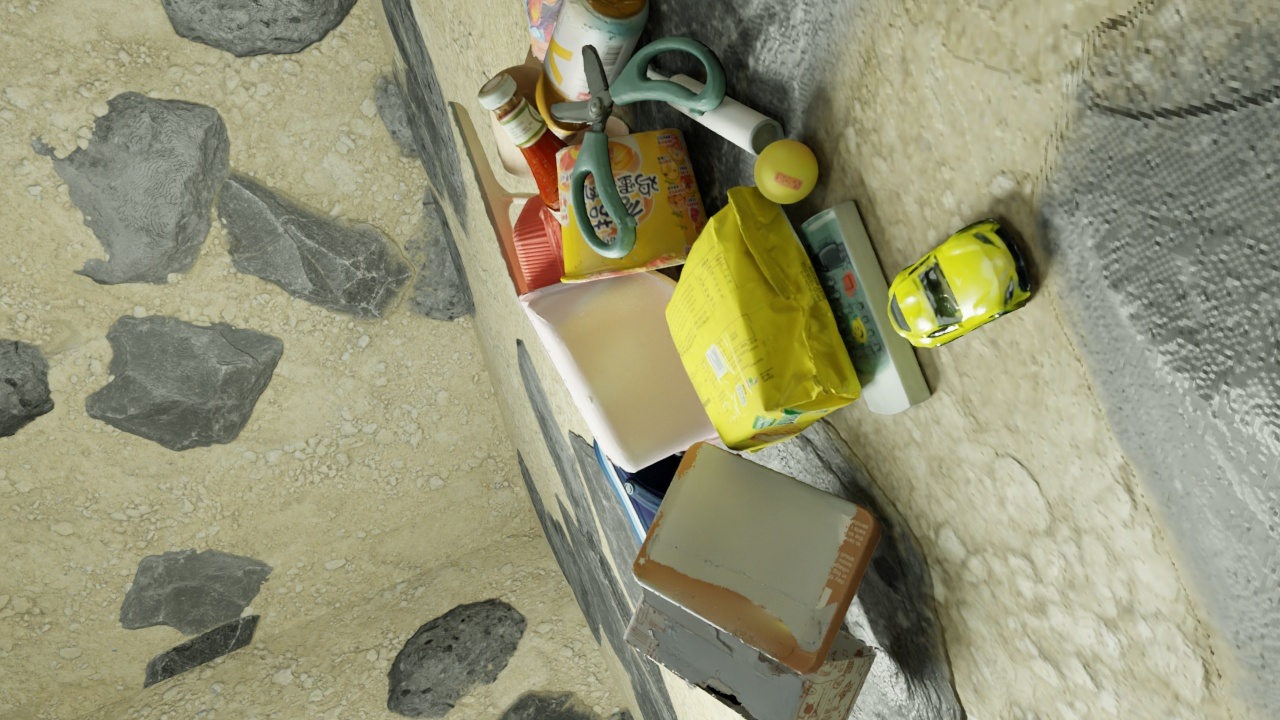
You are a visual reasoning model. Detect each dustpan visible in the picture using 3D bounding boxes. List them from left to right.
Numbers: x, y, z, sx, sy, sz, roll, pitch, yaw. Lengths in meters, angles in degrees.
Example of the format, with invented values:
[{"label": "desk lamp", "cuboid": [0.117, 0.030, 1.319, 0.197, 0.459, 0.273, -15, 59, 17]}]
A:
[{"label": "dustpan", "cuboid": [-0.006, 0.006, 0.963, 0.222, 0.138, 0.273, 62, 172, -14]}]

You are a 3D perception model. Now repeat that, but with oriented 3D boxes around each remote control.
[{"label": "remote control", "cuboid": [0.140, -0.031, 0.580, 0.056, 0.019, 0.135, 159, 90, -76]}]

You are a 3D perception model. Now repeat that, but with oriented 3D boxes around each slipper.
[{"label": "slipper", "cuboid": [0.037, 0.166, 1.108, 0.095, 0.104, 0.252, -43, 73, 46]}]

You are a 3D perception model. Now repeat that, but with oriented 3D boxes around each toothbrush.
[{"label": "toothbrush", "cuboid": [0.041, -0.198, 0.693, 0.221, 0.026, 0.027, -130, 35, -52]}]

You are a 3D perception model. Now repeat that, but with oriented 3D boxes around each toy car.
[{"label": "toy car", "cuboid": [0.160, -0.036, 0.477, 0.105, 0.032, 0.048, 131, 118, -72]}]

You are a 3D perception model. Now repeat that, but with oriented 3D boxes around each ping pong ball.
[{"label": "ping pong ball", "cuboid": [0.093, -0.120, 0.584, 0.040, 0.040, 0.040, 158, 90, -76]}]

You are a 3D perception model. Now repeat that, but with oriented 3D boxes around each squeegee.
[{"label": "squeegee", "cuboid": [-0.136, -0.200, 1.182, 0.246, 0.039, 0.246, -12, -98, -74]}]

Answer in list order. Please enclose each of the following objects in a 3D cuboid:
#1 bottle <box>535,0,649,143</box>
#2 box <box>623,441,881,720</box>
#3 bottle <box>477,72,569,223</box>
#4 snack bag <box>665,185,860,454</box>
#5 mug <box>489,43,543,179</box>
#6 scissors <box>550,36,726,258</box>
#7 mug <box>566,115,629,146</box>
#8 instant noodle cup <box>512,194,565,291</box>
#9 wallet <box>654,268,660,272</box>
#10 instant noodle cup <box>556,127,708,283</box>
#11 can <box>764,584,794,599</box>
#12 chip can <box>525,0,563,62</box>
[{"label": "bottle", "cuboid": [-0.050, -0.257, 0.798, 0.068, 0.067, 0.190, 66, 154, 13]}, {"label": "box", "cuboid": [0.105, 0.184, 0.768, 0.183, 0.193, 0.156, 24, -179, 35]}, {"label": "bottle", "cuboid": [-0.071, -0.171, 0.838, 0.206, 0.060, 0.060, 50, 178, -34]}, {"label": "snack bag", "cuboid": [0.080, -0.015, 0.690, 0.247, 0.068, 0.158, 109, 138, -76]}, {"label": "mug", "cuboid": [-0.127, -0.290, 1.069, 0.104, 0.084, 0.124, 93, -174, -61]}, {"label": "scissors", "cuboid": [-0.002, -0.170, 0.676, 0.179, 0.019, 0.170, -18, 78, 41]}, {"label": "mug", "cuboid": [-0.057, -0.188, 0.935, 0.114, 0.081, 0.106, 36, 150, 35]}, {"label": "instant noodle cup", "cuboid": [-0.091, -0.128, 1.071, 0.164, 0.079, 0.189, -80, -20, -61]}, {"label": "wallet", "cuboid": [0.002, -0.095, 1.005, 0.097, 0.019, 0.121, 39, 146, 59]}, {"label": "instant noodle cup", "cuboid": [-0.008, -0.132, 0.776, 0.138, 0.138, 0.110, -161, 60, -72]}, {"label": "can", "cuboid": [0.139, 0.228, 0.875, 0.058, 0.058, 0.146, 142, 106, -75]}, {"label": "chip can", "cuboid": [-0.074, -0.364, 0.790, 0.215, 0.071, 0.071, 86, 158, -51]}]
